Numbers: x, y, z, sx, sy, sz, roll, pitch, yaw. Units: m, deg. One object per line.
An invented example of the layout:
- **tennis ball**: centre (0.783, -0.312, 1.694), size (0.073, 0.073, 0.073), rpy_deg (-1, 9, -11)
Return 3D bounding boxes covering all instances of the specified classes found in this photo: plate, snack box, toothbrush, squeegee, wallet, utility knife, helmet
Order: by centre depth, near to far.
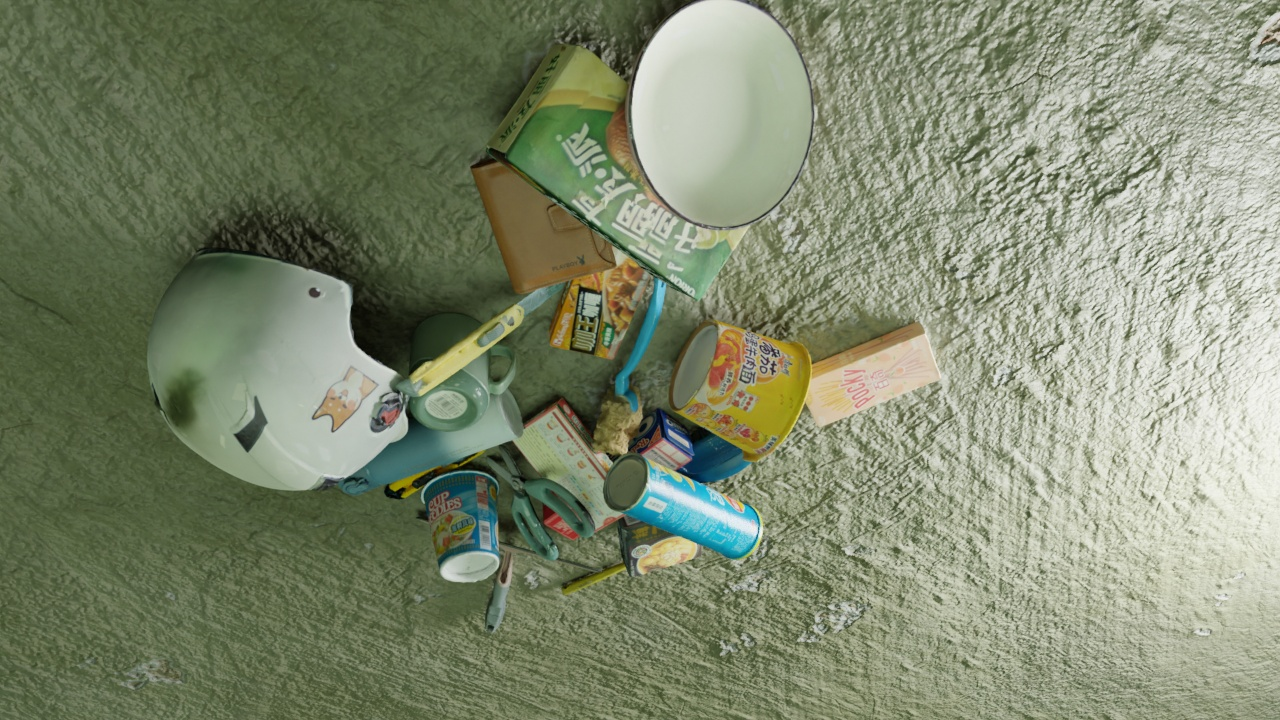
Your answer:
- **plate**: centre (0.065, -0.209, 0.789), size (0.192, 0.039, 0.192), rpy_deg (-7, 103, -30)
- **snack box**: centre (-0.009, -0.164, 0.825), size (0.240, 0.063, 0.114), rpy_deg (34, 91, -32)
- **helmet**: centre (-0.354, 0.033, 0.866), size (0.230, 0.156, 0.274), rpy_deg (11, 137, 22)
- **wallet**: centre (-0.089, -0.136, 0.867), size (0.108, 0.031, 0.132), rpy_deg (-14, 116, 5)
- **utility knife**: centre (-0.152, -0.028, 0.910), size (0.211, 0.022, 0.031), rpy_deg (-43, 140, -28)
- **snack box**: centre (-0.039, -0.071, 0.956), size (0.075, 0.026, 0.154), rpy_deg (12, 129, -17)
- **snack box**: centre (-0.077, 0.127, 1.080), size (0.077, 0.027, 0.156), rpy_deg (-33, 100, 23)
- **snack box**: centre (0.267, 0.018, 1.081), size (0.157, 0.026, 0.084), rpy_deg (-24, 131, 13)
- **utility knife**: centre (-0.244, 0.129, 1.113), size (0.171, 0.015, 0.033), rpy_deg (-30, 132, 18)
- **snack box**: centre (-0.030, 0.142, 1.130), size (0.208, 0.057, 0.058), rpy_deg (-37, 124, 23)
- **snack box**: centre (0.034, 0.214, 1.188), size (0.125, 0.053, 0.113), rpy_deg (-15, 135, -11)
- **squeegee**: centre (-0.191, 0.305, 1.266), size (0.247, 0.040, 0.250), rpy_deg (17, 135, -2)
- **toothbrush**: centre (-0.030, 0.288, 1.289), size (0.190, 0.015, 0.016), rpy_deg (-27, 126, 15)

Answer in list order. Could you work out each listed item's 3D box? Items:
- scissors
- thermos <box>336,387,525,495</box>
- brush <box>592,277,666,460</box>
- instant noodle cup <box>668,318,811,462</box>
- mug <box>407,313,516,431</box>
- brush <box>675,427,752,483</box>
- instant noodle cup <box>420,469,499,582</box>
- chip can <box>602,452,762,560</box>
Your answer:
- **scissors**: centre (-0.113, 0.174, 1.092), size (0.181, 0.019, 0.170), rpy_deg (-1, 118, 46)
- **thermos**: centre (-0.245, 0.095, 1.047), size (0.221, 0.070, 0.070), rpy_deg (-21, 131, 9)
- **brush**: centre (-0.006, 0.006, 1.009), size (0.046, 0.083, 0.255), rpy_deg (26, 123, 13)
- **instant noodle cup**: centre (0.102, 0.025, 0.998), size (0.109, 0.137, 0.138), rpy_deg (23, 125, -17)
- **mug**: centre (-0.185, 0.014, 0.957), size (0.111, 0.106, 0.082), rpy_deg (-3, 131, -6)
- **brush**: centre (0.103, 0.107, 1.106), size (0.144, 0.073, 0.055), rpy_deg (-29, 121, 19)
- **instant noodle cup**: centre (-0.212, 0.204, 1.113), size (0.099, 0.109, 0.099), rpy_deg (-10, 141, -8)
- **chip can**: centre (0.053, 0.174, 1.079), size (0.071, 0.071, 0.210), rpy_deg (-40, 133, 25)
